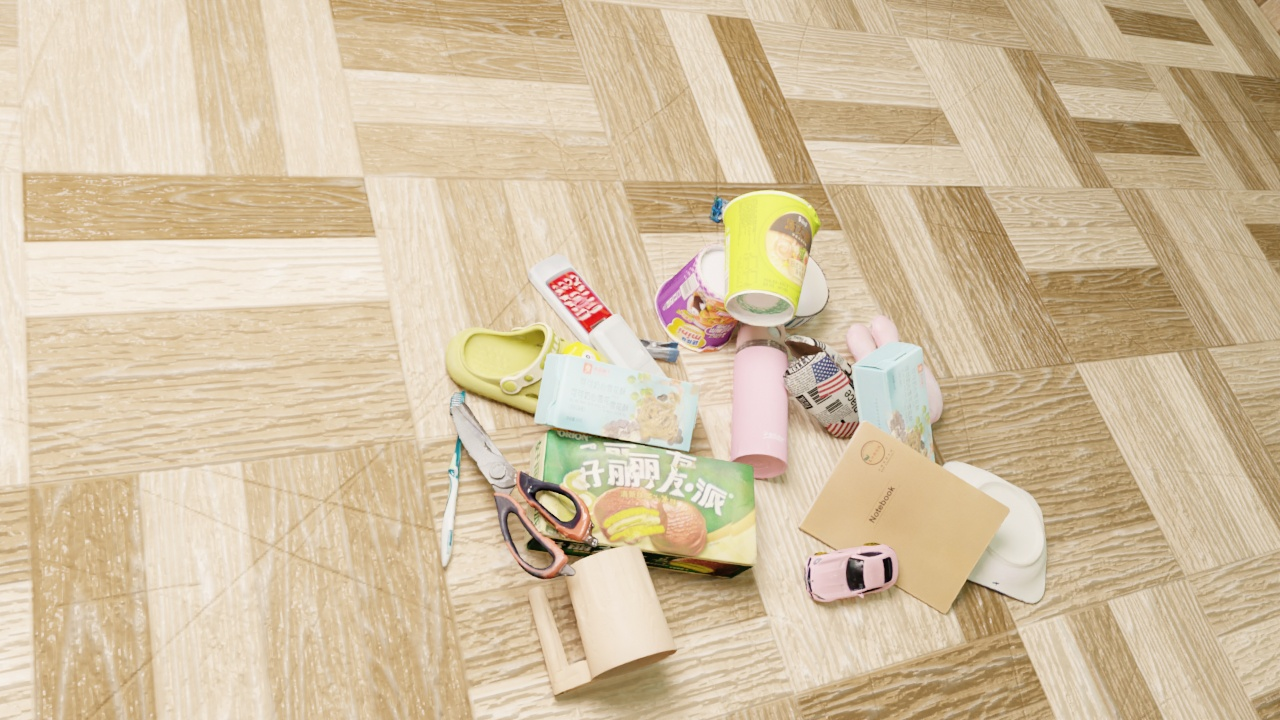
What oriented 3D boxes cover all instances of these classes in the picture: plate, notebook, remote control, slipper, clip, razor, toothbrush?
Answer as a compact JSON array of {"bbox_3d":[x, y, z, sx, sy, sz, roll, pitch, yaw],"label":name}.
[{"bbox_3d":[0.451,0.209,1.154,0.163,0.034,0.163,22,54,-12],"label":"plate"},{"bbox_3d":[0.306,0.183,1.064,0.207,0.008,0.148,31,91,-6],"label":"notebook"},{"bbox_3d":[-0.006,0.006,1.052,0.048,0.024,0.125,-41,98,-35],"label":"remote control"},{"bbox_3d":[-0.111,0.006,0.982,0.190,0.082,0.091,14,60,-15],"label":"slipper"},{"bbox_3d":[0.018,-0.013,1.087,0.058,0.026,0.038,9,50,-13],"label":"clip"},{"bbox_3d":[0.163,-0.183,1.255,0.142,0.022,0.042,25,57,-10],"label":"razor"},{"bbox_3d":[-0.191,0.114,0.922,0.018,0.016,0.191,6,59,-11],"label":"toothbrush"},{"bbox_3d":[-0.073,-0.066,1.078,0.055,0.020,0.136,-34,80,-35],"label":"remote control"}]

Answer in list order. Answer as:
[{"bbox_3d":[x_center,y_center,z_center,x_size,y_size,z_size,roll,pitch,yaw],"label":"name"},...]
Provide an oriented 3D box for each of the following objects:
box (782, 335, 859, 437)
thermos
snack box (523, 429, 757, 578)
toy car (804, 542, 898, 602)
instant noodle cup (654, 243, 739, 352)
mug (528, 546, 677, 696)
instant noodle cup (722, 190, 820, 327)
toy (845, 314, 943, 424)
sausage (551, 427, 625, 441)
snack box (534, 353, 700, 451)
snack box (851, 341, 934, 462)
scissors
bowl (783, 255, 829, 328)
[{"bbox_3d":[0.224,0.038,1.100,0.163,0.076,0.087,43,63,-40],"label":"box"},{"bbox_3d":[0.151,0.041,1.093,0.087,0.067,0.198,21,54,-21],"label":"thermos"},{"bbox_3d":[0.003,0.153,0.958,0.240,0.063,0.114,12,59,-17],"label":"snack box"},{"bbox_3d":[0.239,0.237,1.026,0.122,0.037,0.056,-4,88,-25],"label":"toy car"},{"bbox_3d":[0.087,-0.081,1.113,0.111,0.099,0.111,13,57,-20],"label":"instant noodle cup"},{"bbox_3d":[-0.039,0.247,0.872,0.125,0.084,0.103,-23,66,8],"label":"mug"},{"bbox_3d":[0.141,-0.108,1.032,0.111,0.112,0.123,17,64,-15],"label":"instant noodle cup"},{"bbox_3d":[0.329,0.018,1.192,0.121,0.054,0.159,-17,77,-33],"label":"toy"},{"bbox_3d":[-0.029,0.079,1.013,0.165,0.022,0.021,-2,63,-26],"label":"sausage"},{"bbox_3d":[-0.022,0.045,0.965,0.174,0.052,0.074,13,85,-33],"label":"snack box"},{"bbox_3d":[0.305,0.071,1.098,0.074,0.052,0.175,-27,115,-33],"label":"snack box"},{"bbox_3d":[-0.117,0.112,0.896,0.185,0.015,0.208,-5,60,10],"label":"scissors"},{"bbox_3d":[0.175,-0.088,1.178,0.116,0.066,0.116,12,57,-18],"label":"bowl"}]
